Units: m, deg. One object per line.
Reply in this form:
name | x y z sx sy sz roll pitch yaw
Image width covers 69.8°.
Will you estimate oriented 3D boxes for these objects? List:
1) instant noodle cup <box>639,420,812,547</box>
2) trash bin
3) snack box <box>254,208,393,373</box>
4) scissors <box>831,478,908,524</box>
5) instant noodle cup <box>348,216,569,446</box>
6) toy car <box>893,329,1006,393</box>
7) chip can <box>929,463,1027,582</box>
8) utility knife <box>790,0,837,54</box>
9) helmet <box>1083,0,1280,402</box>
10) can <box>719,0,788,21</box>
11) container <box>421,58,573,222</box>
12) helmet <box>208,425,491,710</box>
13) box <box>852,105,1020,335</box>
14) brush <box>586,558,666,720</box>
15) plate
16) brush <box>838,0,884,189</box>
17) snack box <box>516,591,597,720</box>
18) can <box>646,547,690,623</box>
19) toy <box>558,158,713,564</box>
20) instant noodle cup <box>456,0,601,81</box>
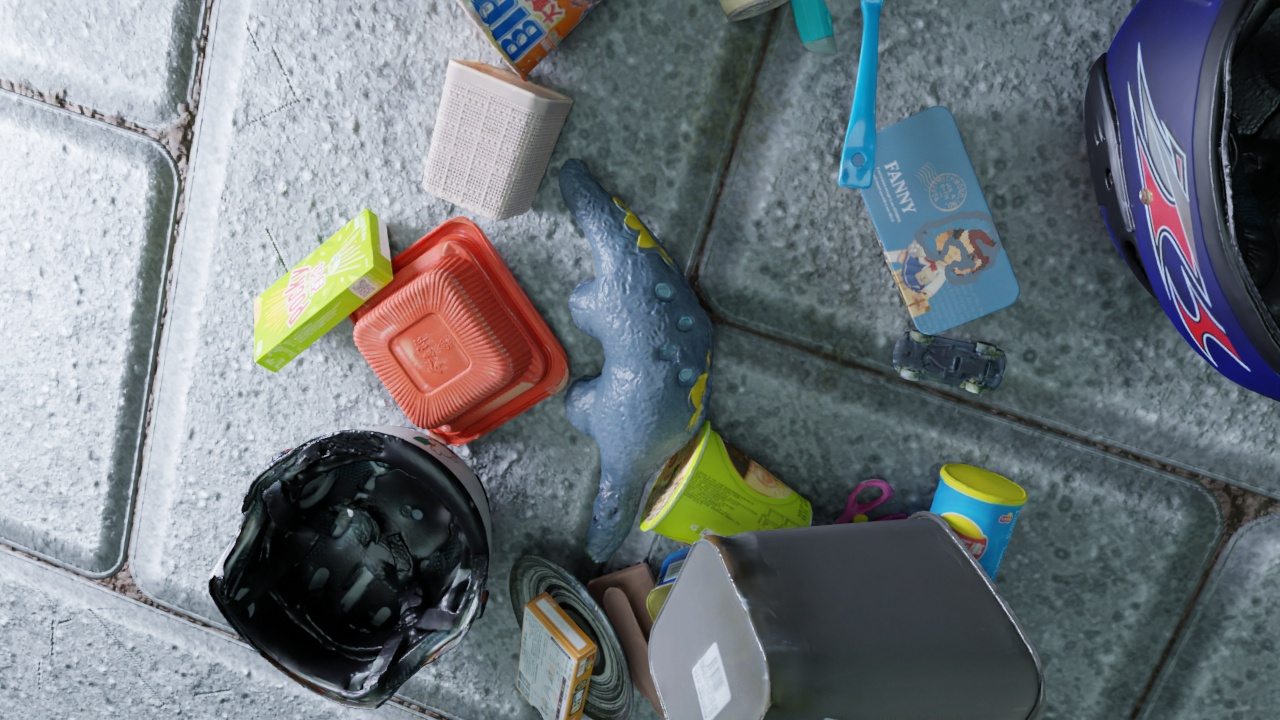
instant noodle cup | 0.080 0.130 0.808 0.123 0.111 0.112 31 107 -6
trash bin | 0.144 0.235 0.711 0.219 0.198 0.199 6 124 -24
snack box | -0.295 -0.064 0.846 0.157 0.085 0.026 -34 138 17
scissors | 0.182 0.163 0.839 0.137 0.017 0.073 -38 103 21
instant noodle cup | -0.175 -0.014 0.833 0.165 0.079 0.189 -32 99 19
toy car | 0.259 -0.001 0.773 0.090 0.034 0.043 10 107 11
chip can | 0.266 0.199 0.799 0.071 0.071 0.210 15 106 7
utility knife | 0.123 -0.333 0.734 0.029 0.013 0.182 -15 101 11
helmet | 0.426 -0.126 0.599 0.247 0.240 0.315 -3 91 11
can | 0.077 -0.333 0.720 0.058 0.058 0.116 -17 99 14
container | -0.124 -0.185 0.779 0.090 0.089 0.111 23 108 5
helmet | -0.242 0.169 0.848 0.230 0.156 0.274 35 104 -2
box | 0.231 -0.117 0.739 0.090 0.061 0.184 -25 99 15
brush | 0.005 0.265 0.864 0.063 0.073 0.145 -21 97 13
plate | -0.061 0.258 0.861 0.179 0.024 0.180 30 134 37
brush | 0.175 -0.258 0.699 0.083 0.046 0.254 5 87 3
snack box | -0.082 0.290 0.863 0.075 0.026 0.154 40 139 29
can | 0.051 0.232 0.842 0.057 0.083 0.102 -21 98 14
toy | -0.005 0.005 0.795 0.138 0.091 0.356 1 98 12
instant noodle cup | -0.094 -0.314 0.718 0.111 0.151 0.151 -37 94 8
